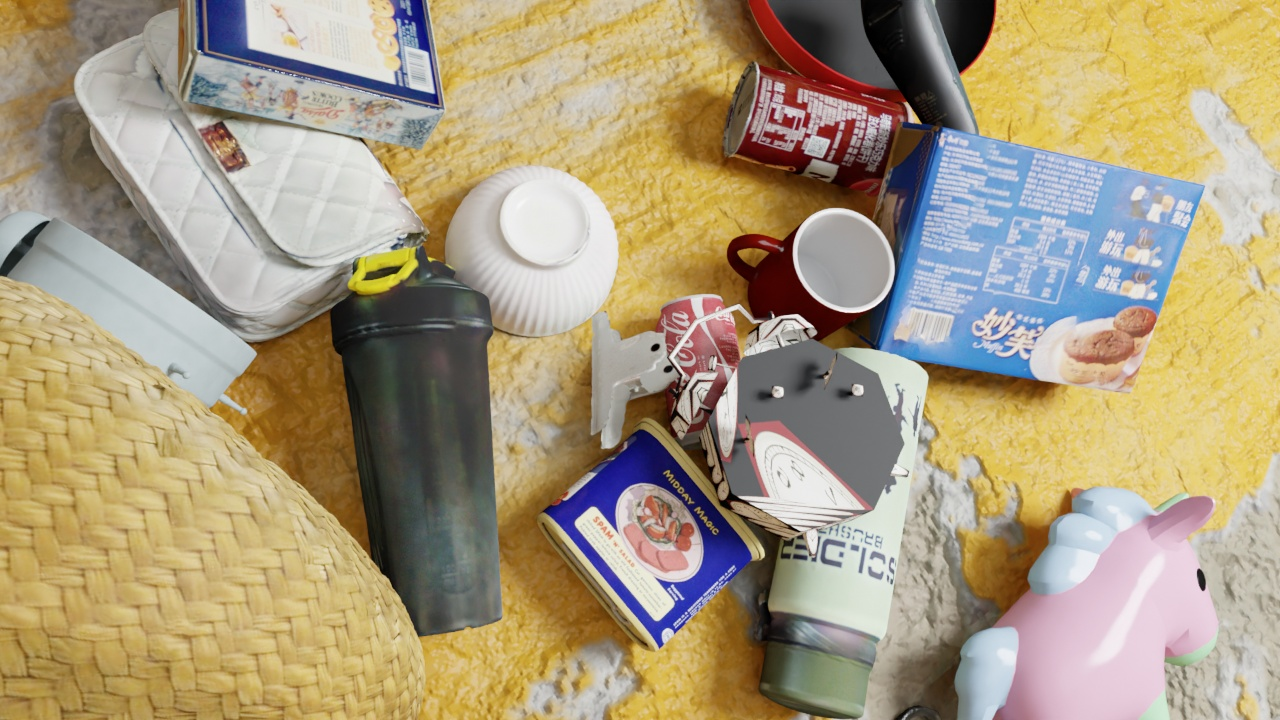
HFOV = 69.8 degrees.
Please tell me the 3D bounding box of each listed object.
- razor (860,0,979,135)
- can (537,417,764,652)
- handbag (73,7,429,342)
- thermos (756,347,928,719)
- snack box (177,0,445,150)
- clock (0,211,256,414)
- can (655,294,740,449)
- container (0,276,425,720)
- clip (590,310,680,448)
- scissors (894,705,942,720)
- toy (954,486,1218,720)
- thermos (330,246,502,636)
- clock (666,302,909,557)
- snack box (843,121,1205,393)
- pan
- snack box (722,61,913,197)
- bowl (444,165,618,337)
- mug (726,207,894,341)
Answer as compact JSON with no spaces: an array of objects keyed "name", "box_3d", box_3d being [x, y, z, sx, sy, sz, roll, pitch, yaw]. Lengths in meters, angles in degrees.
[{"name":"razor","box_3d":[0.210,-0.223,0.670,0.067,0.054,0.151,-30,94,-35]},{"name":"can","box_3d":[0.004,0.110,0.577,0.092,0.057,0.116,-40,88,-19]},{"name":"handbag","box_3d":[-0.239,-0.120,0.564,0.138,0.073,0.195,-36,87,-22]},{"name":"thermos","box_3d":[0.129,0.111,0.601,0.082,0.082,0.231,18,73,-10]},{"name":"snack box","box_3d":[-0.201,-0.211,0.560,0.144,0.043,0.144,4,62,-35]},{"name":"clock","box_3d":[-0.288,-0.029,0.505,0.159,0.123,0.045,29,74,9]},{"name":"can","box_3d":[0.041,0.008,0.614,0.054,0.054,0.096,-5,77,-16]},{"name":"container","box_3d":[-0.250,0.112,0.387,0.307,0.308,0.196,39,62,-2]},{"name":"clip","box_3d":[-0.008,0.000,0.580,0.050,0.059,0.101,42,32,-40]},{"name":"scissors","box_3d":[0.164,0.303,0.593,0.170,0.013,0.121,-32,83,-18]},{"name":"toy","box_3d":[0.293,0.177,0.612,0.222,0.120,0.171,-10,88,-18]},{"name":"thermos","box_3d":[-0.128,0.046,0.542,0.098,0.098,0.220,-4,81,-16]},{"name":"clock","box_3d":[0.083,0.031,0.547,0.114,0.065,0.154,-37,78,-13]},{"name":"snack box","box_3d":[0.266,-0.071,0.650,0.202,0.069,0.155,8,105,-12]},{"name":"pan","box_3d":[0.172,-0.370,0.737,0.208,0.067,0.355,-2,77,-15]},{"name":"snack box","box_3d":[0.128,-0.168,0.673,0.121,0.072,0.072,12,73,-11]},{"name":"bowl","box_3d":[-0.067,-0.080,0.604,0.118,0.062,0.118,4,75,-14]},{"name":"mug","box_3d":[0.107,-0.060,0.633,0.105,0.083,0.073,16,72,-10]}]
